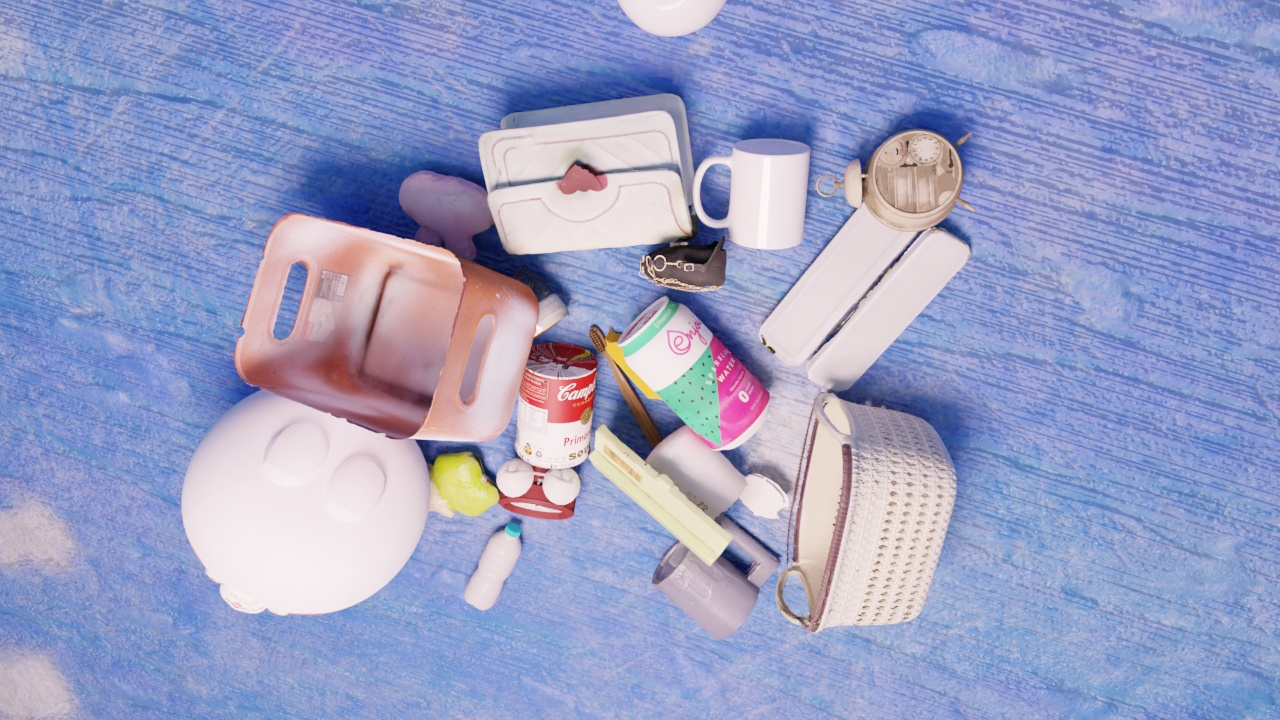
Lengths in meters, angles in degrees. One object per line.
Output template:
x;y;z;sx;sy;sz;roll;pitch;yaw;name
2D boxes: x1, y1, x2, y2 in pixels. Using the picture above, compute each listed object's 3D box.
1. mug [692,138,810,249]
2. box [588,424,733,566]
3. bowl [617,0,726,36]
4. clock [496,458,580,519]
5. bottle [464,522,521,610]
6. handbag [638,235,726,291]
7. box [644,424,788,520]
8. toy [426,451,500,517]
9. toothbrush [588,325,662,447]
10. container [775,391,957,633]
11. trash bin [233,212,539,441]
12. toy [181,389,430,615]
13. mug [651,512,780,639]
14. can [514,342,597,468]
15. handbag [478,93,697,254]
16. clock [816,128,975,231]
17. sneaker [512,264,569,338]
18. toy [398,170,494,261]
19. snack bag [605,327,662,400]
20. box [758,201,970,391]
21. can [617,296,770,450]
0.106;-0.163;0.893;0.110;0.073;0.091;1;116;1;mug
0.019;0.154;1.021;0.187;0.139;0.030;40;74;10;box
0.025;-0.352;0.834;0.115;0.050;0.115;5;116;10;bowl
-0.119;0.151;1.076;0.096;0.048;0.138;9;159;-1;clock
-0.186;0.263;1.181;0.044;0.044;0.136;27;118;-2;bottle
0.040;-0.097;0.918;0.079;0.128;0.054;3;94;-7;handbag
0.088;0.144;1.041;0.165;0.094;0.084;47;136;-1;box
-0.237;0.158;1.143;0.118;0.043;0.092;-21;112;23;toy
-0.017;0.033;1.050;0.016;0.016;0.167;-22;110;22;toothbrush
0.233;0.164;0.974;0.143;0.184;0.252;5;116;-1;container
-0.249;-0.028;0.933;0.260;0.157;0.181;15;89;28;trash bin
-0.388;0.168;1.059;0.262;0.264;0.282;34;141;-12;toy
0.091;0.256;1.107;0.104;0.084;0.124;40;93;-7;mug
-0.095;0.051;1.035;0.087;0.086;0.117;10;117;7;can
-0.049;-0.177;0.910;0.199;0.096;0.142;-5;115;12;handbag
0.236;-0.169;0.858;0.141;0.054;0.093;-3;88;9;clock
-0.192;-0.023;1.025;0.236;0.087;0.079;-31;95;22;sneaker
-0.208;-0.151;0.984;0.108;0.053;0.105;17;128;3;toy
-0.006;0.006;1.029;0.020;0.026;0.099;-33;106;30;snack bag
0.226;-0.065;0.942;0.128;0.045;0.210;33;117;-8;box
0.059;0.015;0.984;0.088;0.088;0.166;-39;102;25;can
